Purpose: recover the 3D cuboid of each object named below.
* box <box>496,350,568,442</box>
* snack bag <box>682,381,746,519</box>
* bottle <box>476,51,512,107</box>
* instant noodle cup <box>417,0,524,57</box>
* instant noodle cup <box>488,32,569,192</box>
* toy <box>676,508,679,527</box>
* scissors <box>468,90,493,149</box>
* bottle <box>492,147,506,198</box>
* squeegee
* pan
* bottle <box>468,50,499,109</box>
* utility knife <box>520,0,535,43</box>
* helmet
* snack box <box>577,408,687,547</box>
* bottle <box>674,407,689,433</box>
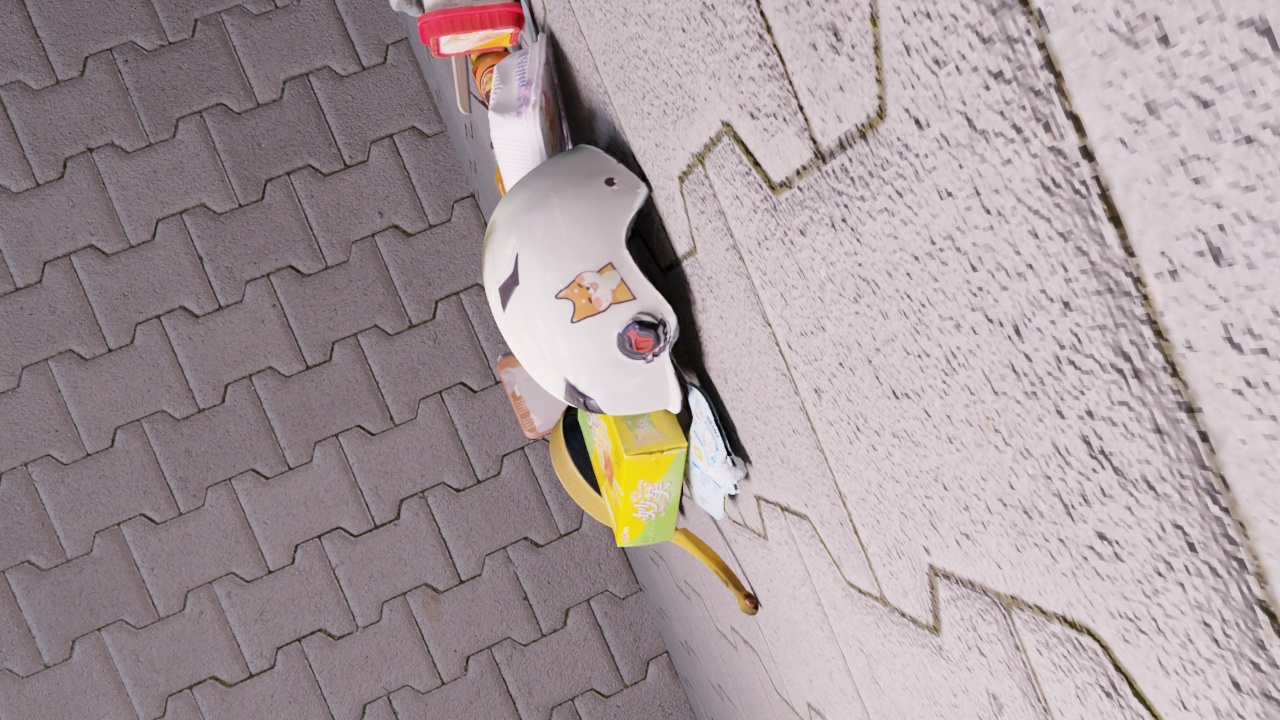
[{"bbox_3d":[-0.107,0.035,1.374,0.174,0.182,0.152,-123,12,-63],"label":"box"},{"bbox_3d":[0.069,0.096,0.937,0.191,0.039,0.110,96,158,-68],"label":"snack bag"},{"bbox_3d":[-0.150,-0.305,1.105,0.067,0.066,0.149,83,164,-61],"label":"bottle"},{"bbox_3d":[-0.192,-0.410,1.005,0.116,0.116,0.124,-156,56,-78],"label":"instant noodle cup"},{"bbox_3d":[-0.116,-0.237,0.963,0.174,0.060,0.137,85,-175,-59],"label":"instant noodle cup"},{"bbox_3d":[0.027,0.211,1.435,0.159,0.054,0.121,71,175,-78],"label":"toy"},{"bbox_3d":[-0.196,-0.335,1.294,0.179,0.014,0.159,-89,-26,-46],"label":"scissors"},{"bbox_3d":[-0.180,-0.248,1.438,0.068,0.068,0.189,-136,24,-69],"label":"bottle"},{"bbox_3d":[-0.262,-0.421,1.095,0.246,0.039,0.247,-69,-22,-74],"label":"squeegee"},{"bbox_3d":[0.023,0.185,1.172,0.197,0.078,0.357,-9,-122,-53],"label":"pan"},{"bbox_3d":[-0.181,-0.351,1.217,0.057,0.057,0.175,92,154,-70],"label":"bottle"},{"bbox_3d":[-0.112,-0.323,1.039,0.031,0.022,0.217,56,163,29],"label":"utility knife"},{"bbox_3d":[-0.065,-0.061,0.880,0.230,0.156,0.274,-136,33,-71],"label":"helmet"},{"bbox_3d":[-0.016,0.079,1.032,0.209,0.070,0.158,-113,20,-45],"label":"snack box"},{"bbox_3d":[0.022,0.071,1.130,0.080,0.044,0.195,64,170,-2],"label":"bottle"}]
